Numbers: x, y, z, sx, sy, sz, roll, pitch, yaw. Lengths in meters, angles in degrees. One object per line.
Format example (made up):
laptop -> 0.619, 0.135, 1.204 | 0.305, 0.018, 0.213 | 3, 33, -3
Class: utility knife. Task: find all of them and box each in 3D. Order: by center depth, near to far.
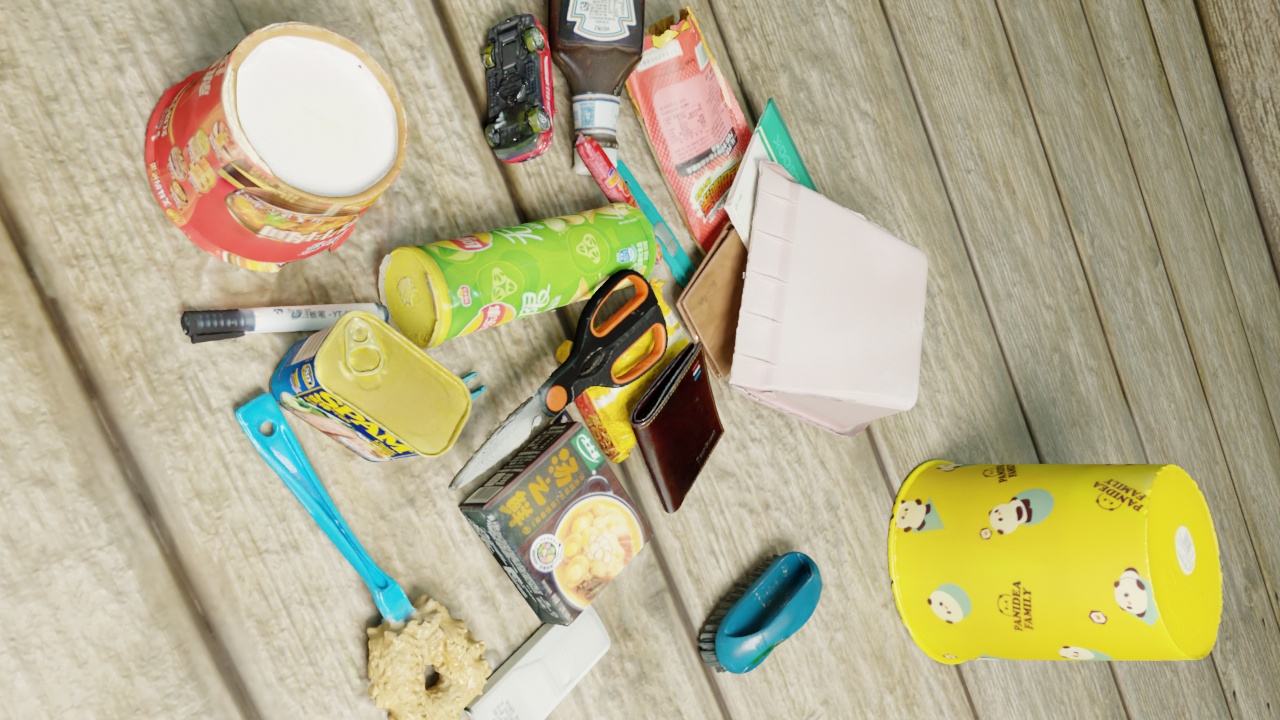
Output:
utility knife -> 0.010, -0.124, 0.820 | 0.171, 0.013, 0.029 | 54, 50, -19

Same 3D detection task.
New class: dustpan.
dustpan -> 0.177, -0.035, 0.914 | 0.273, 0.139, 0.222 | 18, 74, -21

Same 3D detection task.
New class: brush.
brush -> -0.179, 0.134, 0.589 | 0.083, 0.046, 0.254 | -37, 102, -35
brush -> 0.115, 0.218, 0.801 | 0.143, 0.074, 0.055 | -34, 99, -40

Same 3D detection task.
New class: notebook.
notebook -> 0.147, -0.130, 0.906 | 0.209, 0.012, 0.150 | 53, 49, -41

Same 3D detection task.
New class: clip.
clip -> -0.135, 0.028, 0.662 | 0.056, 0.014, 0.046 | -40, 106, -38

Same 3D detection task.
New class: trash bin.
trash bin -> 0.433, 0.208, 0.960 | 0.229, 0.256, 0.229 | 10, 74, -39

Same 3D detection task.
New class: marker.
marker -> -0.224, -0.025, 0.591 | 0.130, 0.018, 0.022 | -5, 80, -41

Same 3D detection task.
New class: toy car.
toy car -> -0.092, -0.212, 0.723 | 0.045, 0.053, 0.120 | 24, 60, -58

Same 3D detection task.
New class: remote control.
remote control -> -0.071, 0.229, 0.668 | 0.124, 0.024, 0.049 | -38, 106, -39

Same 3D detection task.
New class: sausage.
sausage -> -0.015, -0.132, 0.768 | 0.156, 0.020, 0.020 | 54, 49, -44

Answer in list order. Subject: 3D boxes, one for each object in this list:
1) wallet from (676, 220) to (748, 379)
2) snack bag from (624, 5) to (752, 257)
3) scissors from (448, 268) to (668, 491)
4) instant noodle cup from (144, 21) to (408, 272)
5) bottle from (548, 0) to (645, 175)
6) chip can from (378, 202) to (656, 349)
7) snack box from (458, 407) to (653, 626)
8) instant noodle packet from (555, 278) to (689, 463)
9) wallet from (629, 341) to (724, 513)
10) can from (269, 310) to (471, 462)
wallet -> 0.080, -0.055, 0.849 | 0.115, 0.020, 0.101 | -57, 133, -30
snack bag -> 0.054, -0.210, 0.849 | 0.128, 0.073, 0.208 | -43, 118, -31
scissors -> -0.064, 0.007, 0.665 | 0.234, 0.022, 0.125 | -23, 112, -41
instant noodle cup -> -0.216, -0.134, 0.560 | 0.137, 0.109, 0.137 | 10, 74, -39
bottle -> -0.037, -0.253, 0.759 | 0.080, 0.044, 0.195 | 0, 97, -11
chip can -> -0.081, -0.069, 0.689 | 0.220, 0.073, 0.072 | -21, 95, -42
snack box -> -0.056, 0.114, 0.693 | 0.125, 0.053, 0.113 | -42, 109, -33
instant noodle packet -> -0.005, 0.004, 0.761 | 0.128, 0.044, 0.111 | -41, 114, -35
wallet -> 0.034, 0.056, 0.762 | 0.096, 0.020, 0.122 | -51, 143, -28
can -> -0.172, 0.021, 0.582 | 0.102, 0.083, 0.057 | 40, 57, -28
